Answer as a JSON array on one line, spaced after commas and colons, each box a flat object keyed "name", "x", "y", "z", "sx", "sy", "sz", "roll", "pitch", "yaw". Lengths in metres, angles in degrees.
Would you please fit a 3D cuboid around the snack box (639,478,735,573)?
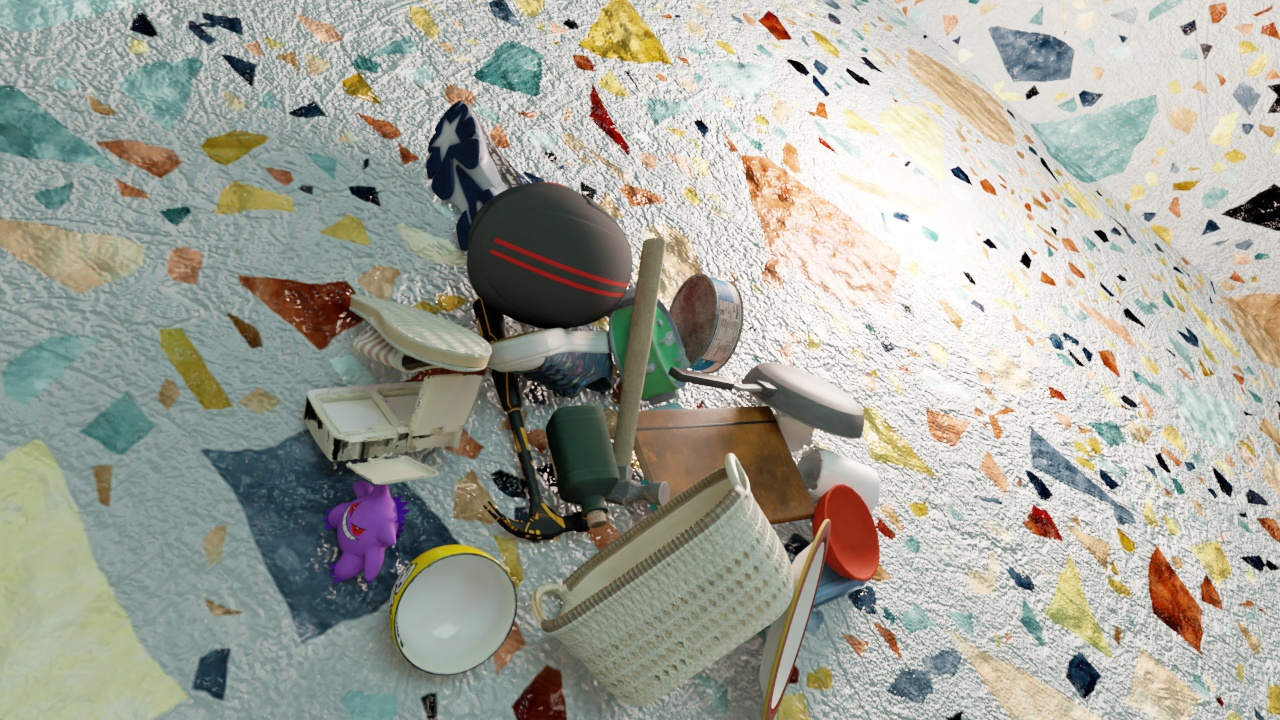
[{"name": "snack box", "x": 0.090, "y": 0.163, "z": 1.137, "sx": 0.152, "sy": 0.036, "sz": 0.132, "roll": 42, "pitch": 43, "yaw": 1}]

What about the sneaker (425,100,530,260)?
[{"name": "sneaker", "x": -0.192, "y": -0.228, "z": 1.234, "sx": 0.132, "sy": 0.103, "sz": 0.269, "roll": 8, "pitch": 51, "yaw": -49}]

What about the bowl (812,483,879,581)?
[{"name": "bowl", "x": 0.251, "y": 0.217, "z": 1.146, "sx": 0.122, "sy": 0.035, "sz": 0.121, "roll": 26, "pitch": 52, "yaw": -39}]

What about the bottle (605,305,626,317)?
[{"name": "bottle", "x": -0.067, "y": -0.079, "z": 1.225, "sx": 0.109, "sy": 0.036, "sz": 0.036, "roll": 10, "pitch": 51, "yaw": -29}]

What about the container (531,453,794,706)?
[{"name": "container", "x": 0.031, "y": 0.218, "z": 0.905, "sx": 0.143, "sy": 0.246, "sz": 0.184, "roll": 53, "pitch": 10, "yaw": -2}]

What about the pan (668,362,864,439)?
[{"name": "pan", "x": 0.166, "y": 0.036, "z": 1.194, "sx": 0.356, "sy": 0.041, "sz": 0.179, "roll": 11, "pitch": 17, "yaw": -45}]

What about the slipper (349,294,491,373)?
[{"name": "slipper", "x": -0.242, "y": -0.022, "z": 0.956, "sx": 0.115, "sy": 0.052, "sz": 0.263, "roll": 10, "pitch": 9, "yaw": -34}]

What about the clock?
[{"name": "clock", "x": 0.013, "y": -0.032, "z": 1.179, "sx": 0.122, "sy": 0.075, "sz": 0.161, "roll": 49, "pitch": 28, "yaw": -50}]

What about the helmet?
[{"name": "helmet", "x": -0.100, "y": -0.118, "z": 1.070, "sx": 0.170, "sy": 0.164, "sz": 0.264, "roll": 31, "pitch": 13, "yaw": 33}]

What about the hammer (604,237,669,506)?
[{"name": "hammer", "x": -0.006, "y": 0.006, "z": 1.081, "sx": 0.030, "sy": 0.119, "sz": 0.330, "roll": 34, "pitch": 60, "yaw": -58}]

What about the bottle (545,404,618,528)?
[{"name": "bottle", "x": -0.061, "y": 0.119, "z": 1.009, "sx": 0.061, "sy": 0.061, "sz": 0.131, "roll": -2, "pitch": 60, "yaw": -23}]

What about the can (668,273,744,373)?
[{"name": "can", "x": 0.084, "y": -0.049, "z": 1.239, "sx": 0.044, "sy": 0.130, "sz": 0.129, "roll": 12, "pitch": 50, "yaw": -27}]

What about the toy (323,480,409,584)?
[{"name": "toy", "x": -0.253, "y": 0.157, "z": 0.865, "sx": 0.055, "sy": 0.088, "sz": 0.106, "roll": 8, "pitch": 51, "yaw": -38}]

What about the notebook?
[{"name": "notebook", "x": 0.092, "y": 0.125, "z": 1.130, "sx": 0.248, "sy": 0.014, "sz": 0.178, "roll": 0, "pitch": 57, "yaw": -35}]

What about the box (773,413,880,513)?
[{"name": "box", "x": 0.239, "y": 0.144, "z": 1.233, "sx": 0.162, "sy": 0.085, "sz": 0.112, "roll": 22, "pitch": 54, "yaw": -18}]

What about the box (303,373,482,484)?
[{"name": "box", "x": -0.238, "y": 0.052, "z": 0.916, "sx": 0.145, "sy": 0.186, "sz": 0.095, "roll": -5, "pitch": 102, "yaw": -40}]

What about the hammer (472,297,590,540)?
[{"name": "hammer", "x": -0.149, "y": 0.057, "z": 1.057, "sx": 0.123, "sy": 0.036, "sz": 0.320, "roll": 6, "pitch": 53, "yaw": -39}]

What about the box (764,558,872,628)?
[{"name": "box", "x": 0.206, "y": 0.278, "z": 1.142, "sx": 0.209, "sy": 0.049, "sz": 0.066, "roll": -7, "pitch": 41, "yaw": -41}]

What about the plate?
[{"name": "plate", "x": 0.160, "y": 0.277, "z": 0.978, "sx": 0.021, "sy": 0.230, "sz": 0.229, "roll": 16, "pitch": 39, "yaw": 19}]

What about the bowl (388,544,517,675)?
[{"name": "bowl", "x": -0.181, "y": 0.225, "z": 0.859, "sx": 0.117, "sy": 0.068, "sz": 0.117, "roll": -5, "pitch": 102, "yaw": -28}]

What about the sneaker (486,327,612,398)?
[{"name": "sneaker", "x": -0.102, "y": 0.008, "z": 1.073, "sx": 0.235, "sy": 0.088, "sz": 0.079, "roll": -2, "pitch": 80, "yaw": -65}]
